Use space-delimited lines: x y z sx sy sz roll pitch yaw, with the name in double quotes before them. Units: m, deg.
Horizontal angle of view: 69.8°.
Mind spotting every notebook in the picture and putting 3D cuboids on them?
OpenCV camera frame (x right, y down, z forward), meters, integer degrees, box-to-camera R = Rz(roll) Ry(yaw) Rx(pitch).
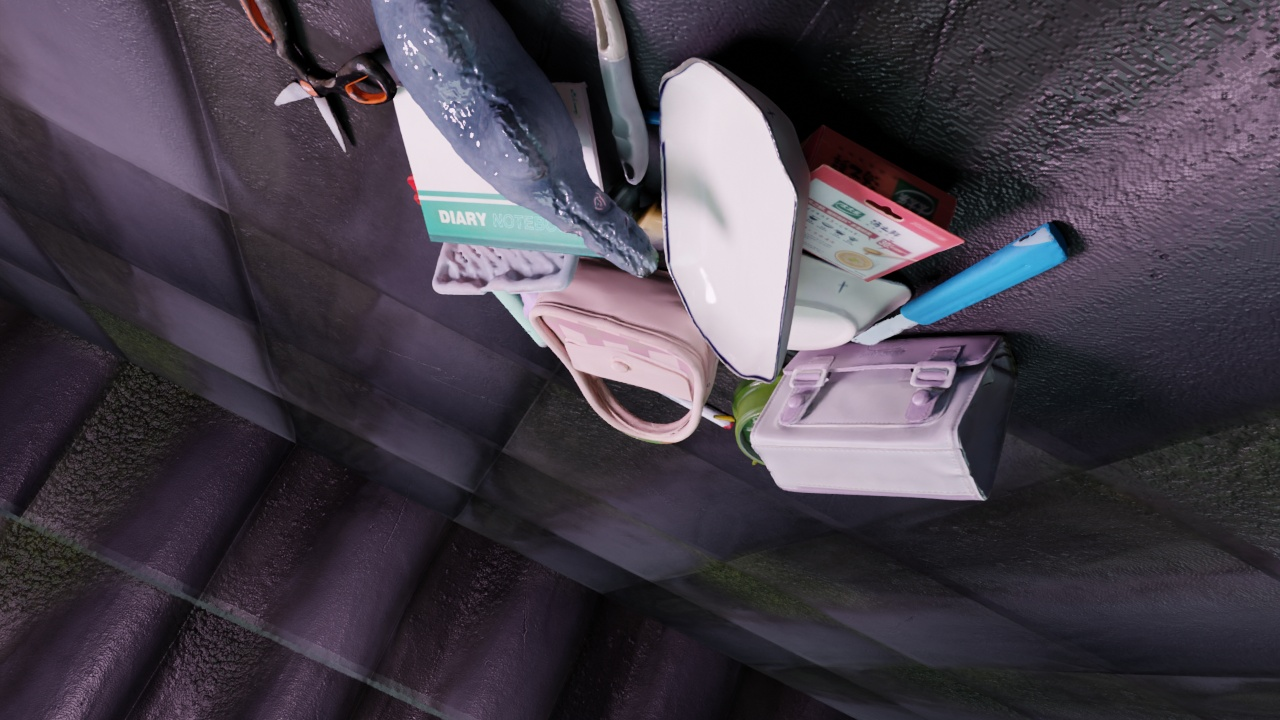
"notebook" -0.122 -0.166 0.797 0.209 0.012 0.150 9 124 31

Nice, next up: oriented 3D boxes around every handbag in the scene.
"handbag" -0.006 0.006 0.980 0.193 0.093 0.234 17 144 21
"handbag" 0.215 0.042 0.813 0.197 0.144 0.098 -3 130 41

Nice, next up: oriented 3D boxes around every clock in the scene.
"clock" 0.171 0.062 0.991 0.162 0.056 0.116 -19 130 31

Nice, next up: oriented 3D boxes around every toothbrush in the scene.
"toothbrush" 0.071 -0.171 0.678 0.190 0.014 0.016 13 171 25
"toothbrush" -0.162 -0.085 1.077 0.027 0.026 0.224 35 168 40

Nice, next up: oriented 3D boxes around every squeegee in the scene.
"squeegee" -0.024 -0.217 0.638 0.247 0.039 0.247 26 159 28

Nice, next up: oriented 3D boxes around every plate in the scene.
"plate" 0.071 -0.098 0.678 0.162 0.034 0.266 51 158 36
"plate" 0.135 -0.044 0.809 0.164 0.034 0.164 15 161 -18

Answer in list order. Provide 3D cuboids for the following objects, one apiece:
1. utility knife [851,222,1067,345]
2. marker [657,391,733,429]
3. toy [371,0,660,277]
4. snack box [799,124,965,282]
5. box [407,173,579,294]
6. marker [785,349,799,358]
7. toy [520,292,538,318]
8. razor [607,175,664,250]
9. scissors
"utility knife" 0.242 -0.050 0.720 0.034 0.018 0.210 28 147 -19
"marker" 0.054 0.048 1.162 0.145 0.017 0.017 28 157 -8
"toy" -0.111 -0.199 0.668 0.356 0.091 0.138 51 168 -21
"snack box" 0.154 -0.111 0.655 0.113 0.044 0.127 26 166 -12
"box" -0.147 -0.127 0.881 0.202 0.099 0.112 3 150 41
"marker" 0.154 -0.012 0.926 0.132 0.020 0.022 24 166 2
"toy" -0.090 -0.057 1.049 0.108 0.038 0.084 15 154 7
"razor" 0.043 -0.115 0.790 0.167 0.062 0.068 17 125 6
"scissors" -0.298 -0.259 0.836 0.231 0.021 0.221 19 156 29
